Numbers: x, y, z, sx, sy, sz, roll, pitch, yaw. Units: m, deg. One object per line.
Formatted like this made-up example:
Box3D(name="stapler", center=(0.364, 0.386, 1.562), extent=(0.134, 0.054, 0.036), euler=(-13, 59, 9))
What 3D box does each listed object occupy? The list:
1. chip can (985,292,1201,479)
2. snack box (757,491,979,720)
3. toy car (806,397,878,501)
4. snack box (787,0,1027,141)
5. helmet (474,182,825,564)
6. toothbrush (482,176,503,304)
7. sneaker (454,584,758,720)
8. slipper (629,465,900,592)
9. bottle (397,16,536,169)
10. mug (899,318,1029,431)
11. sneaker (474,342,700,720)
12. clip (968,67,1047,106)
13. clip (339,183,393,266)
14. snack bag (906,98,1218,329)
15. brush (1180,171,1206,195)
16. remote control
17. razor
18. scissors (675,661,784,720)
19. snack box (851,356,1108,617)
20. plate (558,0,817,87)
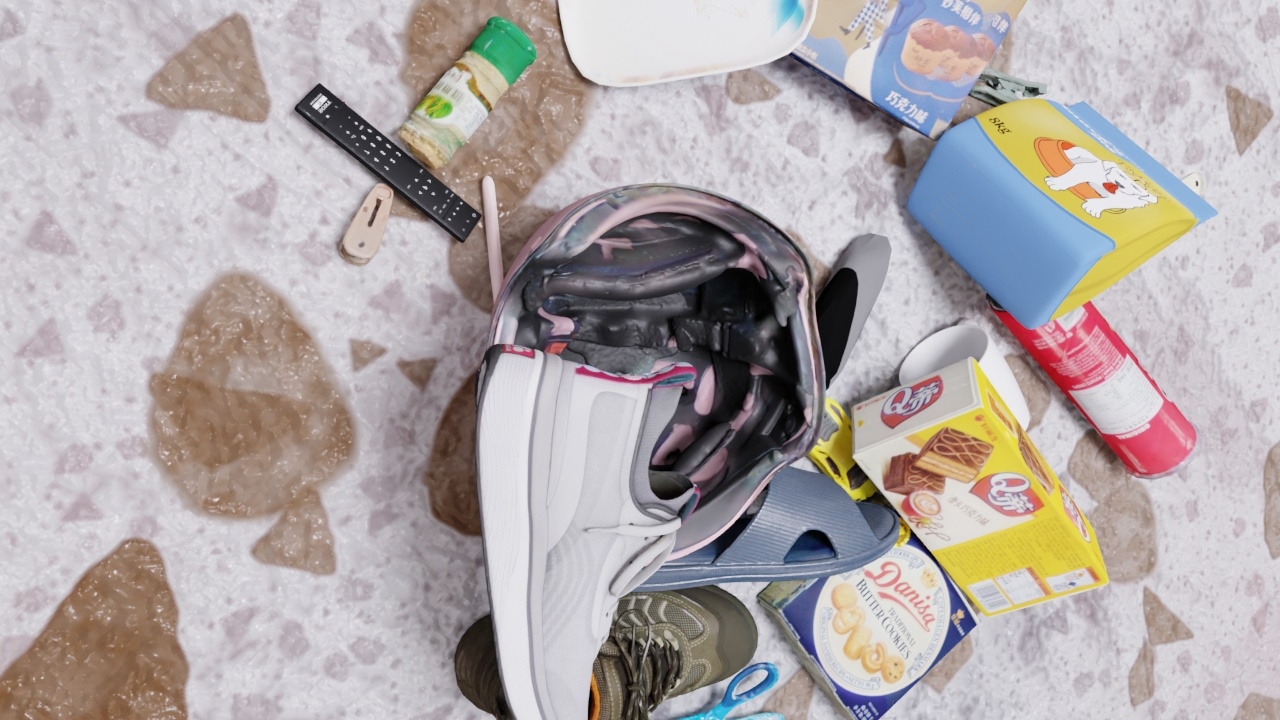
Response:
Box3D(name="chip can", center=(0.408, 0.008, 0.827), extent=(0.233, 0.073, 0.073), euler=(43, 80, -17))
Box3D(name="snack box", center=(0.197, 0.213, 0.786), extent=(0.145, 0.043, 0.144), euler=(-38, 105, -12))
Box3D(name="toy car", center=(0.168, 0.076, 0.771), extent=(0.049, 0.030, 0.107), euler=(-47, 109, -11))
Box3D(name="snack box", center=(0.179, -0.287, 0.696), extent=(0.202, 0.069, 0.155), euler=(24, 107, -20))
Box3D(name="helmet", center=(-0.004, 0.004, 0.638), extent=(0.229, 0.152, 0.255), euler=(-6, 106, -15))
Box3D(name="toothbrush", center=(-0.100, -0.044, 0.674), extent=(0.018, 0.016, 0.181), euler=(-9, 98, -25))
Box3D(name="sneaker", center=(-0.007, 0.219, 0.662), extent=(0.237, 0.143, 0.101), euler=(-5, 96, -19))
Box3D(name="slipper", center=(0.079, 0.117, 0.703), extent=(0.263, 0.101, 0.082), euler=(-5, 105, -14))
Box3D(name="bottle", center=(-0.121, -0.186, 0.640), extent=(0.043, 0.043, 0.111), euler=(40, 82, -18))
Box3D(name="mug", center=(0.284, 0.017, 0.789), extent=(0.087, 0.081, 0.114), euler=(49, 48, -22))
Box3D(name="sneaker", center=(-0.029, 0.115, 0.547), extent=(0.128, 0.096, 0.263), euler=(-2, 107, -7))
Box3D(name="clip", center=(0.322, -0.241, 0.801), extent=(0.078, 0.023, 0.049), euler=(24, 85, -22))
Box3D(name="clip", center=(-0.189, -0.092, 0.637), extent=(0.024, 0.040, 0.060), euler=(27, 63, -20))
Box3D(name="snack bag", center=(0.350, -0.137, 0.748), extent=(0.204, 0.102, 0.159), euler=(-25, 63, -23))
Box3D(name="brush", center=(0.459, -0.128, 0.865), extent=(0.217, 0.012, 0.033), euler=(-28, 103, -17))
Box3D(name="remote control", center=(-0.172, -0.136, 0.636), extent=(0.140, 0.009, 0.030), euler=(39, 48, -18))
Box3D(name="razor", center=(0.159, -0.037, 0.747), extent=(0.156, 0.057, 0.060), euler=(-53, 137, -17))
Box3D(name="scissors", center=(0.060, 0.286, 0.746), extent=(0.140, 0.013, 0.115), euler=(0, 119, -17))
Box3D(name="snack box", center=(0.279, 0.111, 0.752), extent=(0.110, 0.061, 0.230), euler=(-28, 118, 30))
Box3D(name="plate", center=(0.029, -0.294, 0.647), extent=(0.187, 0.016, 0.187), euler=(-4, 98, 17))
